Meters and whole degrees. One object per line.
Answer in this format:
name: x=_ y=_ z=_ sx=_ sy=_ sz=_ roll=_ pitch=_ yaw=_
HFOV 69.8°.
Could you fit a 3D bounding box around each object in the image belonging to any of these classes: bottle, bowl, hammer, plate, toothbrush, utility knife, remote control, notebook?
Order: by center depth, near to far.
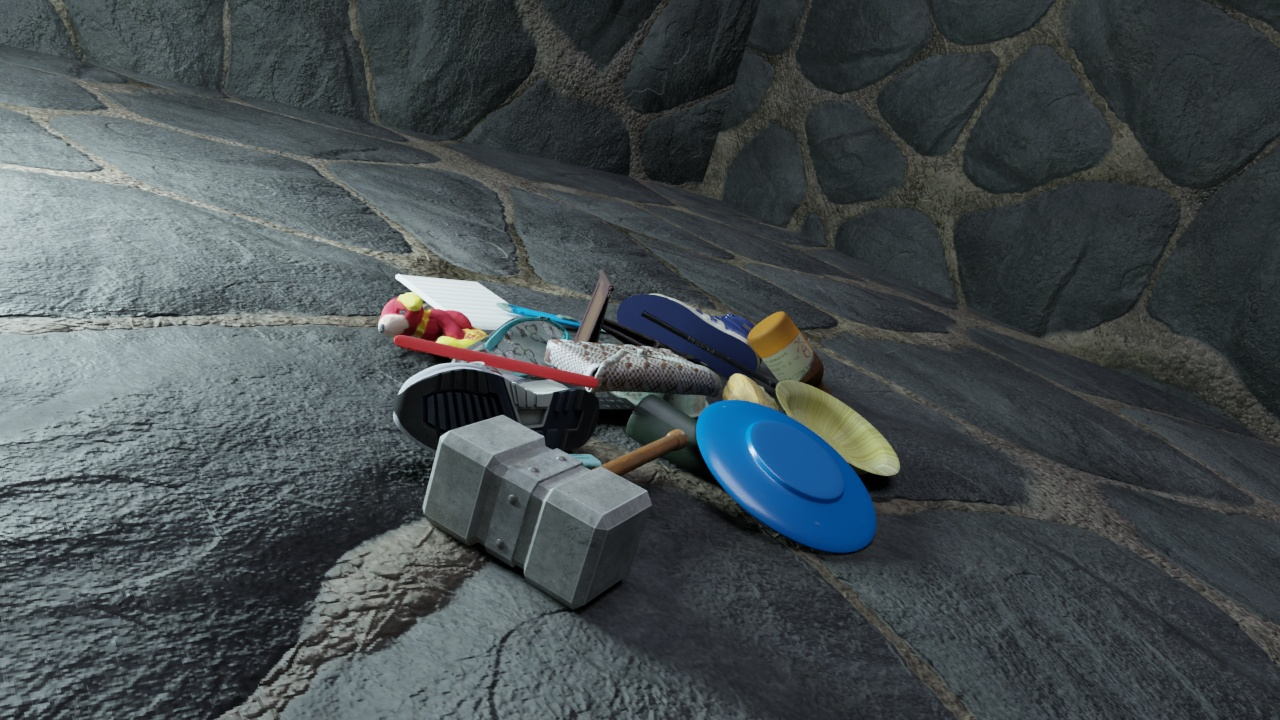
hammer: x=-0.029 y=0.102 z=0.839 sx=0.163 sy=0.083 sz=0.316 roll=25 pitch=18 yaw=23
utility knife: x=-0.115 y=0.099 z=0.891 sx=0.166 sy=0.015 sz=0.022 roll=3 pitch=22 yaw=-30
toothbrush: x=-0.146 y=0.003 z=0.942 sx=0.212 sy=0.012 sz=0.018 roll=13 pitch=-15 yaw=-16
plate: x=0.164 y=0.113 z=0.988 sx=0.224 sy=0.024 sz=0.223 roll=23 pitch=30 yaw=-14
bottle: x=0.069 y=0.101 z=0.998 sx=0.174 sy=0.055 sz=0.055 roll=30 pitch=20 yaw=20
remote control: x=-0.067 y=0.054 z=1.076 sx=0.149 sy=0.013 sz=0.034 roll=4 pitch=22 yaw=-38
plate: x=0.242 y=0.097 z=1.174 sx=0.184 sy=0.036 sz=0.184 roll=26 pitch=23 yaw=-12
bowl: x=0.022 y=0.026 z=1.211 sx=0.157 sy=0.039 sz=0.157 roll=16 pitch=17 yaw=-5
hammer: x=0.145 y=0.013 z=1.276 sx=0.325 sy=0.015 sz=0.095 roll=28 pitch=7 yaw=-5
notebook: x=-0.246 y=-0.081 z=1.336 sx=0.142 sy=0.009 sz=0.210 roll=2 pitch=23 yaw=-44
bottle: x=0.228 y=0.008 z=1.345 sx=0.157 sy=0.068 sz=0.067 roll=52 pitch=13 yaw=-11
utility knife: x=-0.116 y=-0.060 z=1.383 sx=0.221 sy=0.015 sz=0.031 roll=13 pitch=20 yaw=-37

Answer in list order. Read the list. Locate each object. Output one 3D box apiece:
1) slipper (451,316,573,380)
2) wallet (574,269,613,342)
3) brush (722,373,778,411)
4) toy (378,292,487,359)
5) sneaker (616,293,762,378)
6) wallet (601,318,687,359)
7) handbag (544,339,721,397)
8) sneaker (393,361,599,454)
slipper: x=-0.141 y=-0.017 z=1.112 sx=0.098 sy=0.055 sz=0.268 roll=45 pitch=24 yaw=8
wallet: x=-0.064 y=-0.061 z=1.268 sx=0.018 sy=0.116 sz=0.091 roll=14 pitch=17 yaw=-15
brush: x=0.143 y=0.061 z=1.186 sx=0.043 sy=0.059 sz=0.195 roll=27 pitch=11 yaw=-13
toy: x=-0.246 y=-0.040 z=1.119 sx=0.137 sy=0.067 sz=0.105 roll=21 pitch=18 yaw=-12
sneaker: x=0.091 y=-0.051 z=1.431 sx=0.233 sy=0.091 sz=0.118 roll=23 pitch=22 yaw=15
wallet: x=-0.001 y=-0.025 z=1.325 sx=0.120 sy=0.031 sz=0.099 roll=25 pitch=-3 yaw=32
handbag: x=-0.006 y=0.006 z=1.079 sx=0.185 sy=0.047 sz=0.124 roll=4 pitch=13 yaw=-34
sneaker: x=-0.161 y=0.045 z=0.898 sx=0.124 sy=0.089 sz=0.239 roll=13 pitch=2 yaw=42
